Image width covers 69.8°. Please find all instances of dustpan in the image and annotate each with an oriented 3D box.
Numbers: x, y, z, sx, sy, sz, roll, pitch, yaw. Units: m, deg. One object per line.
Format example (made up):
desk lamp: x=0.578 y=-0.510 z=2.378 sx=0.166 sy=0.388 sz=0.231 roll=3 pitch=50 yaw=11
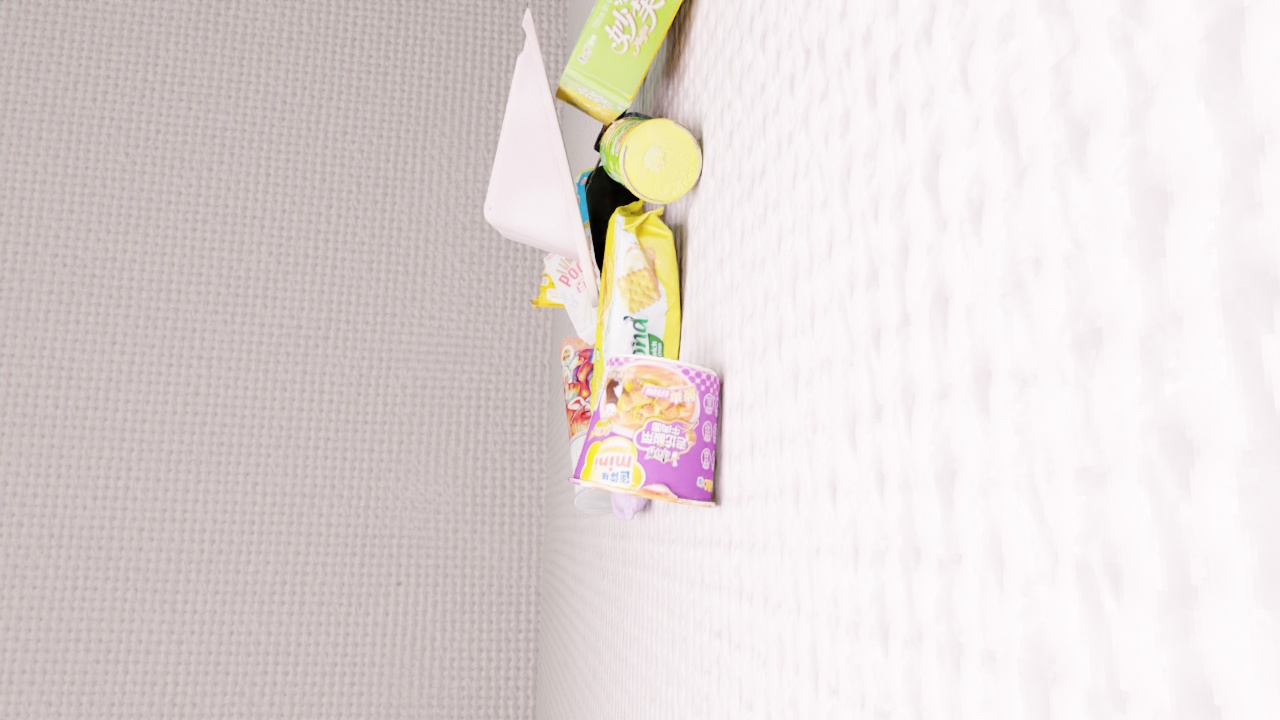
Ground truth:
dustpan: x=-0.077 y=-0.204 z=0.991 sx=0.222 sy=0.139 sz=0.273 roll=-98 pitch=22 yaw=-85

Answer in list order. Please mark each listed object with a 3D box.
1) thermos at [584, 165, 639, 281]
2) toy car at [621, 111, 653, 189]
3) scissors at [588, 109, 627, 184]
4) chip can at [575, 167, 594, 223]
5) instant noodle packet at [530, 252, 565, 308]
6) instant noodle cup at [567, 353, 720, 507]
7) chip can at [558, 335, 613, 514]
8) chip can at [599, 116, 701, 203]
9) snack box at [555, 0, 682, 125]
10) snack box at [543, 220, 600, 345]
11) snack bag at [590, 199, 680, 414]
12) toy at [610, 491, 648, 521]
thermos: x=-0.022 y=-0.165 z=1.083 sx=0.242 sy=0.068 sz=0.090 roll=-102 pitch=27 yaw=-56
toy car: x=-0.003 y=-0.241 z=1.059 sx=0.034 sy=0.042 sz=0.090 roll=3 pitch=88 yaw=40
scissors: x=-0.037 y=-0.294 z=1.162 sx=0.226 sy=0.015 sz=0.189 roll=-67 pitch=12 yaw=-19
chip can: x=-0.058 y=-0.161 z=1.282 sx=0.071 sy=0.071 sz=0.210 roll=115 pitch=157 yaw=-69
instant noodle packet: x=-0.078 y=-0.111 z=1.207 sx=0.044 sy=0.129 sz=0.110 roll=35 pitch=-112 yaw=-56
instant noodle cup: x=0.010 y=0.050 z=0.668 sx=0.112 sy=0.111 sz=0.099 roll=148 pitch=134 yaw=-80
chip can: x=-0.054 y=0.071 z=1.099 sx=0.071 sy=0.071 sz=0.214 roll=105 pitch=160 yaw=-54
chip can: x=0.004 y=-0.196 z=0.878 sx=0.221 sy=0.072 sz=0.073 roll=-117 pitch=31 yaw=-73
snack box: x=-0.017 y=-0.326 z=0.907 sx=0.158 sy=0.070 sz=0.210 roll=-63 pitch=11 yaw=6
snack box: x=-0.062 y=-0.099 z=1.136 sx=0.085 sy=0.027 sz=0.156 roll=-39 pitch=49 yaw=14
snack bag: x=-0.004 y=-0.031 z=0.886 sx=0.158 sy=0.068 sz=0.247 roll=-116 pitch=30 yaw=-74
toy: x=-0.009 y=0.133 z=0.956 sx=0.108 sy=0.039 sz=0.083 roll=108 pitch=-179 yaw=-72
